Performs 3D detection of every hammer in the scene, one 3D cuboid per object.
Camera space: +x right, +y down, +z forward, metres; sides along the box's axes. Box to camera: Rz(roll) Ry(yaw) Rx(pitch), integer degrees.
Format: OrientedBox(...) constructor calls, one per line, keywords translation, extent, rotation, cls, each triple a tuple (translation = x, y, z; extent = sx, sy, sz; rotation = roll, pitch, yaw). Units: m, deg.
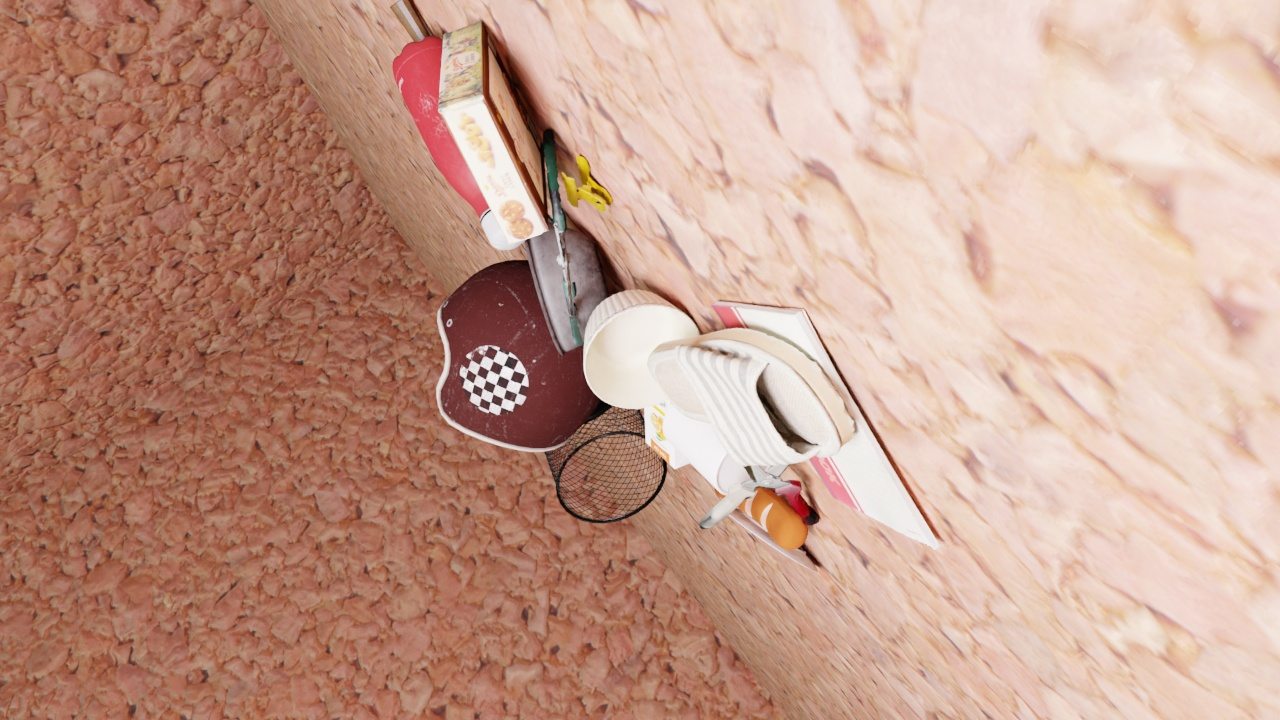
OrientedBox(translation=(-0.185, -0.262, 1.057), extent=(0.323, 0.033, 0.115), rotation=(59, 166, -24), cls="hammer")

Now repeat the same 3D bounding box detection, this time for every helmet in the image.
OrientedBox(translation=(-0.152, -0.003, 1.163), extent=(0.234, 0.254, 0.232), rotation=(30, -156, 15), cls="helmet")

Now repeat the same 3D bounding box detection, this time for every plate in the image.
OrientedBox(translation=(0.151, 0.201, 1.065), extent=(0.134, 0.011, 0.134), rotation=(33, 180, 0), cls="plate")

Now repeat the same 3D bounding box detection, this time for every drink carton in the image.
OrientedBox(translation=(0.036, 0.050, 0.968), extent=(0.058, 0.040, 0.123), rotation=(39, 141, 47), cls="drink carton")

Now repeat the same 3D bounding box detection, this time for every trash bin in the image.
OrientedBox(translation=(-0.072, 0.112, 1.403), extent=(0.184, 0.184, 0.210), rotation=(43, 160, 44), cls="trash bin")

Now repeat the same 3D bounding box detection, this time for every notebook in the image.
OrientedBox(translation=(0.138, 0.044, 0.709), extent=(0.209, 0.012, 0.153), rotation=(56, 169, -15), cls="notebook")

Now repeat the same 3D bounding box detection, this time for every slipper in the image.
OrientedBox(translation=(0.070, 0.029, 0.739), extent=(0.114, 0.054, 0.273), rotation=(61, 162, -15), cls="slipper")

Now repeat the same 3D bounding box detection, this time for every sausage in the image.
OrientedBox(translation=(0.133, 0.160, 1.013), extent=(0.164, 0.044, 0.039), rotation=(-147, 48, -62), cls="sausage")

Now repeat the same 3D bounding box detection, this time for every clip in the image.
OrientedBox(translation=(-0.050, -0.155, 0.838), extent=(0.054, 0.046, 0.048), rotation=(88, 169, -69), cls="clip")

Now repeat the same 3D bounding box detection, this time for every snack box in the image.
OrientedBox(translation=(-0.129, -0.204, 0.821), extent=(0.146, 0.041, 0.143), rotation=(-99, -11, -46), cls="snack box")

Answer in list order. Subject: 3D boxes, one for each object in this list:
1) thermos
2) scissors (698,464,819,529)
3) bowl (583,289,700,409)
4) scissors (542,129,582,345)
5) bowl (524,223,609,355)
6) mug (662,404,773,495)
OrientedBox(translation=(-0.178, -0.218, 0.938), extent=(0.239, 0.073, 0.073), rotation=(63, 172, 15), cls="thermos")
OrientedBox(translation=(0.112, 0.128, 0.864), extent=(0.198, 0.180, 0.015), rotation=(28, -131, -41), cls="scissors")
OrientedBox(translation=(-0.004, -0.018, 0.881), extent=(0.115, 0.115, 0.062), rotation=(61, -178, -37), cls="bowl")
OrientedBox(translation=(-0.072, -0.110, 0.853), extent=(0.202, 0.015, 0.204), rotation=(92, 171, -69), cls="scissors")
OrientedBox(translation=(-0.073, -0.084, 0.982), extent=(0.145, 0.067, 0.145), rotation=(11, -117, -90), cls="bowl")
OrientedBox(translation=(0.089, 0.083, 0.918), extent=(0.110, 0.074, 0.090), rotation=(27, -169, -45), cls="mug")
